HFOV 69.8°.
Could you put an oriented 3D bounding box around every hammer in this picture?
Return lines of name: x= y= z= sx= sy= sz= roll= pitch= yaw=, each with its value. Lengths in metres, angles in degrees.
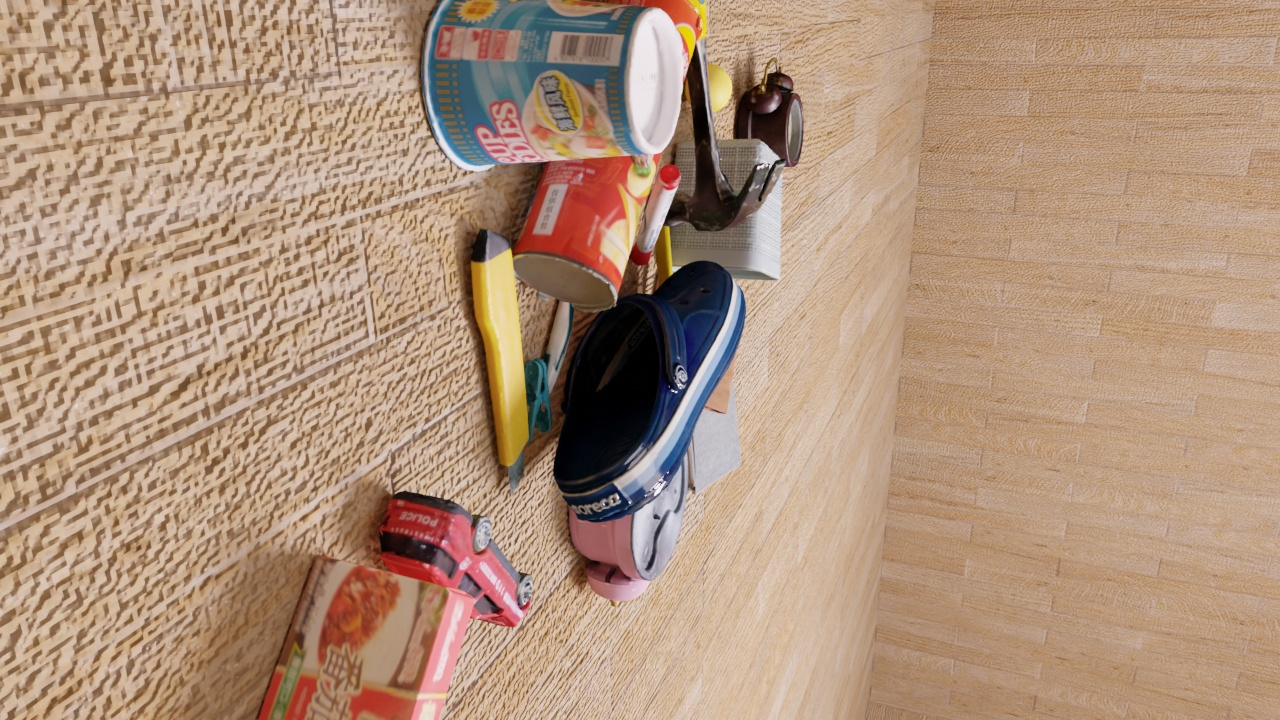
hammer: x=0.037 y=-0.251 z=0.648 sx=0.031 sy=0.126 sz=0.323 roll=-22 pitch=113 yaw=-34

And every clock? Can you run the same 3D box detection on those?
clock: x=0.134 y=-0.250 z=0.948 sx=0.081 sy=0.055 sz=0.122 roll=-54 pitch=143 yaw=-50
clock: x=-0.006 y=0.123 z=0.724 sx=0.116 sy=0.060 sz=0.159 roll=-57 pitch=146 yaw=-49

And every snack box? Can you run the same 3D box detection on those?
snack box: x=-0.132 y=0.169 z=0.403 sx=0.025 sy=0.075 sz=0.152 roll=51 pitch=51 yaw=-62

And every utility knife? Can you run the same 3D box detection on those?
utility knife: x=-0.083 y=0.004 z=0.548 sx=0.033 sy=0.015 sz=0.177 roll=-40 pitch=135 yaw=-52

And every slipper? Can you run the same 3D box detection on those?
slipper: x=-0.004 y=0.004 z=0.650 sx=0.095 sy=0.105 sz=0.252 roll=58 pitch=36 yaw=-26

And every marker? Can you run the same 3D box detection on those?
marker: x=0.009 y=-0.101 z=0.658 sx=0.145 sy=0.017 sz=0.017 roll=116 pitch=-11 yaw=-73

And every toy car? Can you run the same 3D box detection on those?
toy car: x=-0.100 y=0.115 z=0.499 sx=0.045 sy=0.053 sz=0.120 roll=-67 pitch=151 yaw=-29

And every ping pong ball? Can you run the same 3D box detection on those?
ping pong ball: x=0.058 y=-0.232 z=0.783 sx=0.040 sy=0.040 sz=0.040 roll=8 pitch=89 yaw=-68

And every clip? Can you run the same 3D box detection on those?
clip: x=-0.069 y=0.026 z=0.596 sx=0.034 sy=0.013 sz=0.055 roll=-24 pitch=121 yaw=-66

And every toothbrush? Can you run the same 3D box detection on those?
toothbrush: x=0.028 y=-0.030 z=0.768 sx=0.016 sy=0.016 sz=0.190 roll=-13 pitch=100 yaw=-44
toothbrush: x=-0.040 y=-0.067 z=0.627 sx=0.016 sy=0.018 sz=0.191 roll=39 pitch=61 yaw=-65

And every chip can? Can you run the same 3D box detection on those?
chip can: x=-0.019 y=-0.141 z=0.582 sx=0.073 sy=0.073 sz=0.216 roll=55 pitch=47 yaw=-60

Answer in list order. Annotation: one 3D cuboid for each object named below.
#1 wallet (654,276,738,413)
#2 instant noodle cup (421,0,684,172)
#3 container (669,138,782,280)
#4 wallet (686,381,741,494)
wallet: x=0.047 y=-0.014 z=0.813 sx=0.115 sy=0.020 sz=0.101 roll=21 pitch=76 yaw=-44
instant noodle cup: x=-0.040 y=-0.146 z=0.476 sx=0.099 sy=0.110 sz=0.099 roll=9 pitch=89 yaw=-67
container: x=0.074 y=-0.130 z=0.800 sx=0.089 sy=0.090 sz=0.111 roll=1 pitch=93 yaw=-68
wallet: x=0.056 y=0.053 z=0.876 sx=0.106 sy=0.037 sz=0.130 roll=-22 pitch=110 yaw=-52
